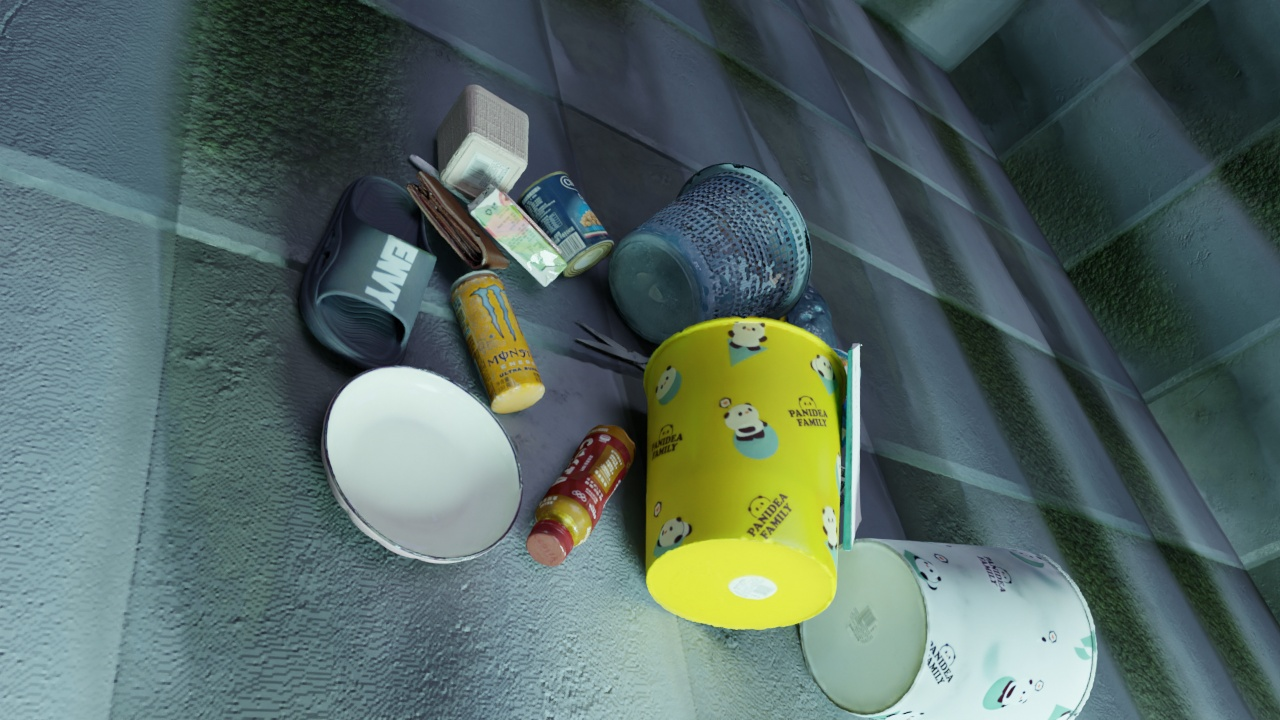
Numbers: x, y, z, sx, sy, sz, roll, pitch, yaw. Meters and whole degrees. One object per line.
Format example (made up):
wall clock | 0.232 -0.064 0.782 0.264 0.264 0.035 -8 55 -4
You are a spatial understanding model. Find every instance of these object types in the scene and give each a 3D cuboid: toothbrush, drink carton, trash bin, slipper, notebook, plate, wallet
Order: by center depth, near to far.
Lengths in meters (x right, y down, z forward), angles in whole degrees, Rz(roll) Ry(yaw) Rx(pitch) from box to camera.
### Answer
plate | -0.194 0.094 0.807 0.192 0.039 0.192 28 39 -27
slipper | -0.256 -0.107 0.897 0.110 0.084 0.267 25 39 -28
trash bin | 0.107 0.122 0.959 0.229 0.230 0.254 30 44 -24
notebook | 0.233 0.088 1.004 0.150 0.012 0.209 -12 102 -73
wallet | -0.199 -0.150 1.013 0.124 0.032 0.101 50 5 -1
trash bin | 0.332 0.307 1.031 0.251 0.230 0.229 14 47 -31
drink carton | -0.140 -0.145 1.058 0.122 0.045 0.053 45 1 -23
toothbrush | -0.198 -0.190 1.096 0.180 0.016 0.016 35 26 -17
trash bin | 0.072 -0.120 1.177 0.194 0.227 0.226 -31 81 -42

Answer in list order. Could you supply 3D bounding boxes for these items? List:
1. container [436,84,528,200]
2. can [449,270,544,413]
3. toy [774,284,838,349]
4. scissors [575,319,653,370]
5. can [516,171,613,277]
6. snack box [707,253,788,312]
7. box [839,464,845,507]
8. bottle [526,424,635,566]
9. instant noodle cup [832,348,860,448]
container | -0.187 -0.250 1.089 0.090 0.090 0.110 25 34 -30
can | -0.149 -0.019 0.948 0.058 0.058 0.146 2 56 -47
toy | 0.249 -0.027 1.376 0.355 0.091 0.138 -88 154 -44
scissors | -0.003 -0.003 1.134 0.165 0.014 0.162 51 36 7
can | -0.092 -0.167 1.137 0.075 0.075 0.111 -20 73 -53
snack box | 0.153 -0.118 1.379 0.074 0.052 0.174 54 34 10
box | 0.213 0.149 1.158 0.163 0.086 0.076 20 61 -38
bottle | -0.059 0.131 0.902 0.057 0.058 0.174 44 35 -7
instant noodle cup | 0.223 0.044 1.134 0.099 0.099 0.109 41 49 -11
